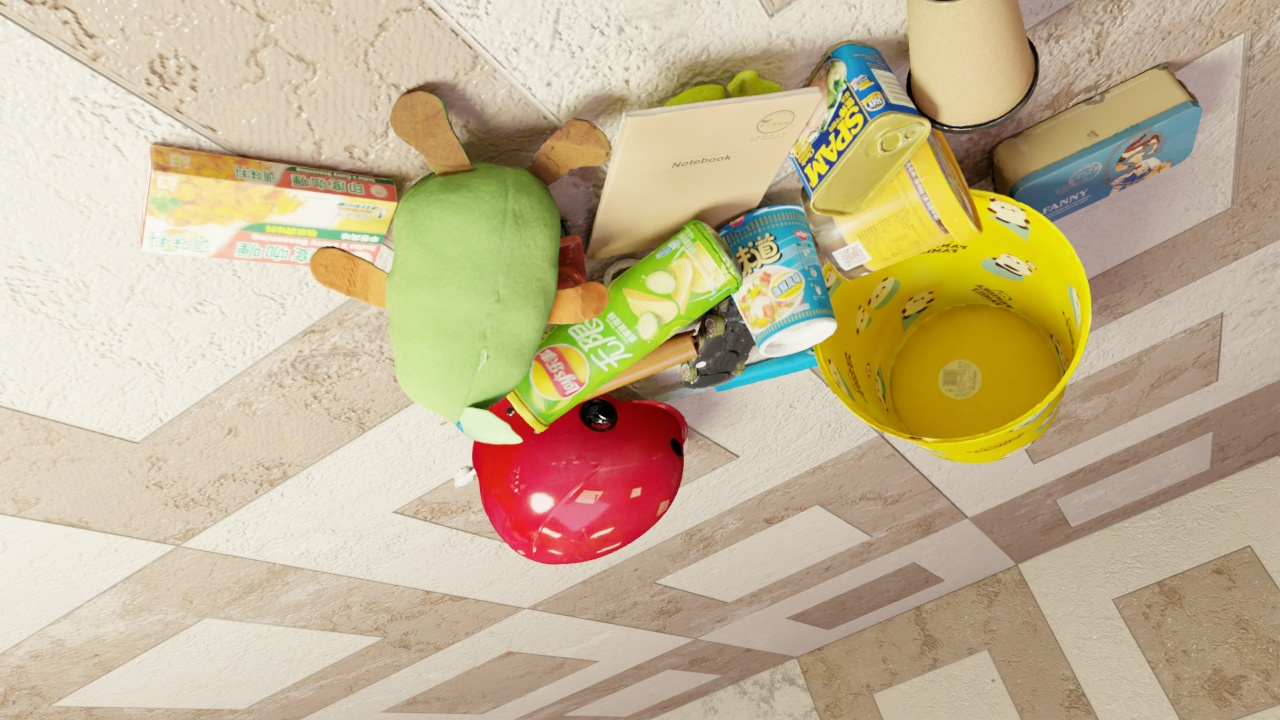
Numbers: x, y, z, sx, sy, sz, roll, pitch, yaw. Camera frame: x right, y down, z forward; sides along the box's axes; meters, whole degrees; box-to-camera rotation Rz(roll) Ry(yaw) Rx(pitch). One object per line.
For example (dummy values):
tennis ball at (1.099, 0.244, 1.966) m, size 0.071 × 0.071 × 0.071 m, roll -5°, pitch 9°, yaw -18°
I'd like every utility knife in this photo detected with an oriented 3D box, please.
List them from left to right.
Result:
utility knife at (0.114, 0.019, 1.051) m, size 0.218 × 0.018 × 0.034 m, roll -15°, pitch 152°, yaw -9°

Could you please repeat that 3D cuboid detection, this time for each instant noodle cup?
instant noodle cup at (0.120, -0.065, 0.810) m, size 0.099 × 0.110 × 0.099 m, roll -16°, pitch 162°, yaw -6°
instant noodle cup at (0.206, -0.132, 0.765) m, size 0.115 × 0.118 × 0.118 m, roll -27°, pitch 150°, yaw 28°

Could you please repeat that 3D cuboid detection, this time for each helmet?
helmet at (-0.058, 0.138, 0.979) m, size 0.240 × 0.143 × 0.207 m, roll -4°, pitch 142°, yaw -6°

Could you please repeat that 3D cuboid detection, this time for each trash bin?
trash bin at (0.311, -0.010, 0.894) m, size 0.230 × 0.229 × 0.255 m, roll -29°, pitch 155°, yaw 16°

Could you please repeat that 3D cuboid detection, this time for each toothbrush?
toothbrush at (-0.153, 0.092, 1.030) m, size 0.180 × 0.016 × 0.016 m, roll -39°, pitch 148°, yaw 27°

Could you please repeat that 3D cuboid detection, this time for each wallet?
wallet at (-0.005, 0.005, 0.887) m, size 0.131 × 0.035 × 0.119 m, roll -22°, pitch -173°, yaw 8°

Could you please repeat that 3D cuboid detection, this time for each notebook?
notebook at (0.039, -0.138, 0.716) m, size 0.147 × 0.008 × 0.208 m, roll -11°, pitch 162°, yaw -15°

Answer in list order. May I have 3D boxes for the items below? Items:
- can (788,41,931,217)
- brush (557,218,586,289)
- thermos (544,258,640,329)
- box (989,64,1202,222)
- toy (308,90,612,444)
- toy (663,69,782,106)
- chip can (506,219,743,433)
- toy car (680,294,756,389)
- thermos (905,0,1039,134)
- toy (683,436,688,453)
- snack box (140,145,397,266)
can at (0.156, -0.173, 0.693) m, size 0.057 × 0.083 × 0.102 m, roll 0°, pitch 145°, yaw -30°
brush at (-0.115, -0.060, 0.742) m, size 0.145 × 0.069 × 0.063 m, roll -15°, pitch 149°, yaw -7°
thermos at (-0.072, -0.028, 0.832) m, size 0.198 × 0.067 × 0.087 m, roll -19°, pitch 121°, yaw 1°
box at (0.404, -0.186, 0.836) m, size 0.184 × 0.061 × 0.090 m, roll -28°, pitch 148°, yaw 12°
toy at (-0.118, -0.062, 0.658) m, size 0.226 × 0.090 × 0.247 m, roll 6°, pitch 110°, yaw -26°
toy at (0.051, -0.179, 0.676) m, size 0.100 × 0.031 × 0.097 m, roll -9°, pitch 156°, yaw -20°
chip can at (-0.017, -0.030, 0.768) m, size 0.221 × 0.072 × 0.072 m, roll -36°, pitch 148°, yaw 4°
toy car at (0.085, -0.019, 0.949) m, size 0.070 × 0.042 × 0.158 m, roll -6°, pitch 147°, yaw -22°
thermos at (0.224, -0.225, 0.633) m, size 0.093 × 0.093 × 0.143 m, roll -27°, pitch 151°, yaw 13°
toy at (-0.018, 0.107, 1.096) m, size 0.159 × 0.054 × 0.122 m, roll 20°, pitch 132°, yaw -37°
snack box at (-0.255, -0.102, 0.635) m, size 0.155 × 0.027 × 0.077 m, roll 2°, pitch 144°, yaw -32°
